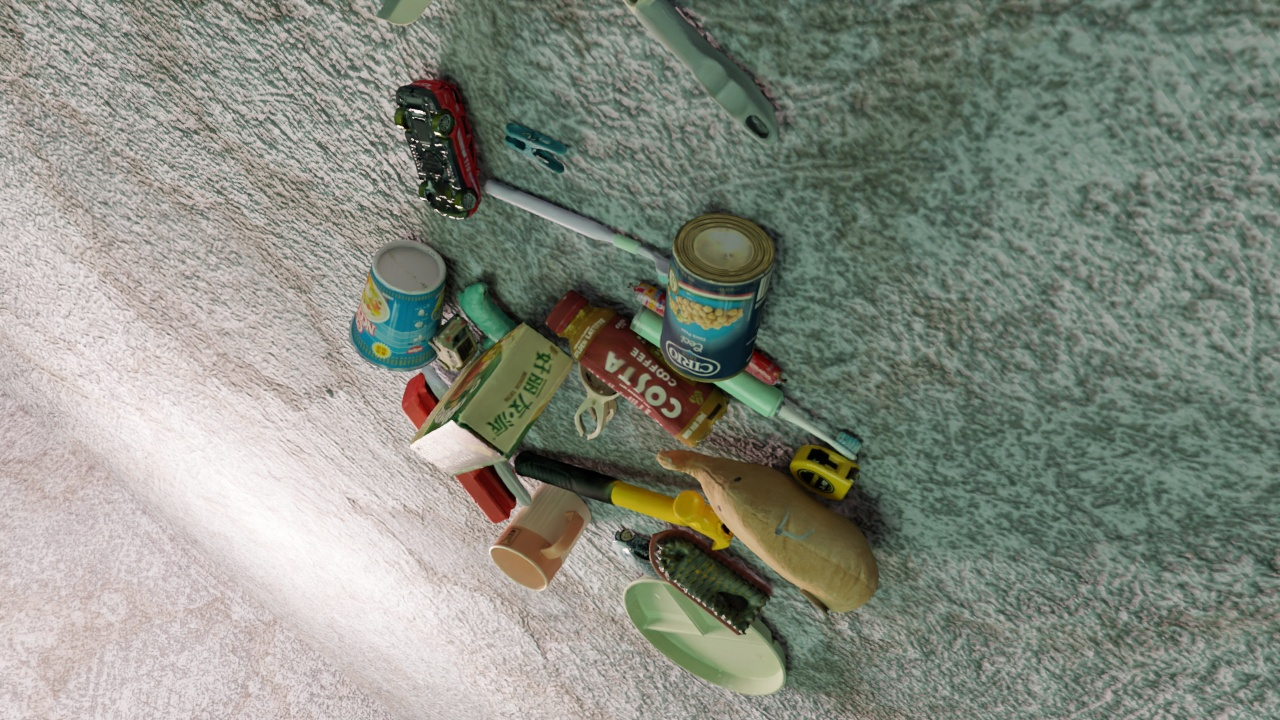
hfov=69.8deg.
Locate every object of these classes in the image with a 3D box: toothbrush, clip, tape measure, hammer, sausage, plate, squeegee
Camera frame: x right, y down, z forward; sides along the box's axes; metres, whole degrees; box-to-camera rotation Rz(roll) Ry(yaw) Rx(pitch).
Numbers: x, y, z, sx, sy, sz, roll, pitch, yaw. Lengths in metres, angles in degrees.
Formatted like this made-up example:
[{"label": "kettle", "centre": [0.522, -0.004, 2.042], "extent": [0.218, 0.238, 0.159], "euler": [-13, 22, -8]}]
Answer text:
[{"label": "toothbrush", "centre": [0.089, 0.021, 0.783], "extent": [0.224, 0.027, 0.026], "euler": [33, 178, 5]}, {"label": "clip", "centre": [-0.083, -0.169, 0.723], "extent": [0.056, 0.014, 0.041], "euler": [29, 144, 8]}, {"label": "tape measure", "centre": [0.161, 0.095, 0.803], "extent": [0.057, 0.028, 0.060], "euler": [28, 156, 13]}, {"label": "hammer", "centre": [-0.025, 0.144, 0.994], "extent": [0.301, 0.032, 0.129], "euler": [11, 159, 39]}, {"label": "sausage", "centre": [0.055, -0.024, 0.766], "extent": [0.156, 0.020, 0.020], "euler": [33, 145, 5]}, {"label": "plate", "centre": [0.082, 0.344, 1.162], "extent": [0.230, 0.027, 0.231], "euler": [24, 143, 19]}, {"label": "clip", "centre": [-0.038, 0.039, 0.911], "extent": [0.064, 0.034, 0.098], "euler": [29, 136, 12]}, {"label": "toothbrush", "centre": [-0.052, -0.110, 0.760], "extent": [0.189, 0.029, 0.021], "euler": [27, 104, 16]}, {"label": "squeegee", "centre": [-0.001, -0.224, 0.569], "extent": [0.246, 0.039, 0.247], "euler": [39, 128, -14]}]

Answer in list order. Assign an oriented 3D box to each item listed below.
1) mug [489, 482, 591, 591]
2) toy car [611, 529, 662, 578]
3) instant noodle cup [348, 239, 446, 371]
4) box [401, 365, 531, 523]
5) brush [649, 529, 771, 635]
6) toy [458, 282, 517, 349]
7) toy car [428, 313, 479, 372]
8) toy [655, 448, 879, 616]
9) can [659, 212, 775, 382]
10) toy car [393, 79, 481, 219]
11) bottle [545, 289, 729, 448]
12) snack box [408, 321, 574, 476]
[{"label": "mug", "centre": [-0.110, 0.208, 1.100], "extent": [0.081, 0.105, 0.115], "euler": [47, 144, -15]}, {"label": "toy car", "centre": [0.009, 0.235, 1.095], "extent": [0.106, 0.031, 0.049], "euler": [14, 139, 30]}, {"label": "instant noodle cup", "centre": [-0.238, -0.060, 0.921], "extent": [0.099, 0.099, 0.110], "euler": [32, 137, 6]}, {"label": "box", "centre": [-0.195, 0.092, 1.078], "extent": [0.068, 0.090, 0.201], "euler": [-28, 116, 9]}, {"label": "brush", "centre": [0.071, 0.240, 1.023], "extent": [0.146, 0.063, 0.069], "euler": [36, 178, -4]}, {"label": "toy", "centre": [-0.149, -0.036, 0.920], "extent": [0.092, 0.030, 0.097], "euler": [49, 152, -15]}, {"label": "toy car", "centre": [-0.186, -0.014, 0.933], "extent": [0.035, 0.042, 0.090], "euler": [41, 163, 10]}, {"label": "toy", "centre": [0.118, 0.141, 0.831], "extent": [0.226, 0.082, 0.143], "euler": [38, 174, -2]}, {"label": "can", "centre": [0.056, -0.047, 0.691], "extent": [0.075, 0.075, 0.111], "euler": [25, 143, 16]}, {"label": "toy car", "centre": [-0.162, -0.174, 0.756], "extent": [0.053, 0.045, 0.121], "euler": [19, 136, 27]}, {"label": "bottle", "centre": [-0.005, 0.005, 0.817], "extent": [0.175, 0.057, 0.058], "euler": [38, 145, -2]}, {"label": "snack box", "centre": [-0.153, 0.044, 0.900], "extent": [0.063, 0.114, 0.241], "euler": [38, 157, -13]}]
